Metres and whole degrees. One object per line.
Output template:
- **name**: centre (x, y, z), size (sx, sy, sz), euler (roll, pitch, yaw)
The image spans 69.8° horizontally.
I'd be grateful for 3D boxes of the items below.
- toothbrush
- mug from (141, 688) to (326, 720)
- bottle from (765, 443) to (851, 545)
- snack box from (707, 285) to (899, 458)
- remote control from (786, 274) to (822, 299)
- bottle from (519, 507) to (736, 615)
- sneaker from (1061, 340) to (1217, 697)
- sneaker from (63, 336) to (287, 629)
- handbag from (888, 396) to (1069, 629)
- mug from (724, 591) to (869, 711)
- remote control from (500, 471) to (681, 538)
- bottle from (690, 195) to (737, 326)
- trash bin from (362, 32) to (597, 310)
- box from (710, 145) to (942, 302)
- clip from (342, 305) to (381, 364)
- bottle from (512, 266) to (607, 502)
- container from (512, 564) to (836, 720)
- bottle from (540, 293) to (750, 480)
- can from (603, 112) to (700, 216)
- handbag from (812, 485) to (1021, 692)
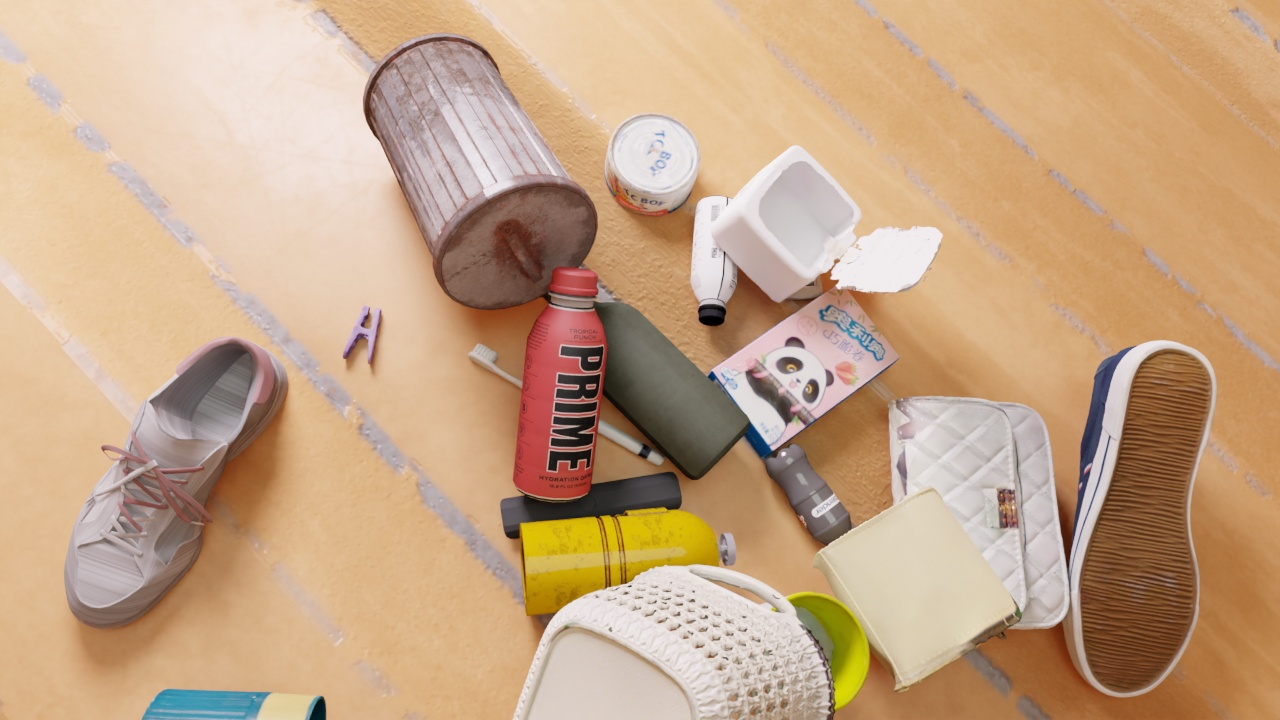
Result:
- **toothbrush**: centre (-0.061, 0.037, 0.770), size (0.187, 0.012, 0.017), euler (30, 66, 1)
- **mug**: centre (-0.278, 0.282, 0.622), size (0.107, 0.083, 0.113), euler (6, 99, -7)
- **bottle**: centre (0.147, 0.121, 0.763), size (0.036, 0.036, 0.110), euler (-32, 79, -18)
- **snack box**: centre (0.142, 0.007, 0.803), size (0.154, 0.033, 0.088), euler (-34, 81, -18)
- **remote control**: centre (0.141, -0.114, 0.852), size (0.038, 0.018, 0.125), euler (-3, 73, -11)
- **bottle**: centre (-0.008, 0.152, 0.710), size (0.163, 0.071, 0.071), euler (-3, 72, -11)
- **sneaker**: centre (0.411, 0.131, 0.786), size (0.120, 0.127, 0.294), euler (7, 90, -1)
- **sneaker**: centre (-0.345, 0.078, 0.667), size (0.099, 0.090, 0.235), euler (24, 69, -1)
- **handbag**: centre (0.279, 0.126, 0.765), size (0.139, 0.073, 0.194), euler (3, 71, -7)
- **mug**: centre (0.113, 0.220, 0.688), size (0.082, 0.106, 0.082), euler (3, 71, -9)
- **remote control**: centre (-0.040, 0.117, 0.745), size (0.146, 0.015, 0.033), euler (-8, 73, -12)
- **bottle**: centre (0.066, -0.087, 0.818), size (0.041, 0.041, 0.115), euler (7, 71, -7)
- **trash bin**: centre (-0.129, -0.147, 0.731), size (0.130, 0.131, 0.211), euler (-22, 59, -16)
- **box**: centre (0.160, -0.101, 0.790), size (0.189, 0.101, 0.111), euler (34, 63, 10)
- **clip**: centre (-0.228, -0.022, 0.762), size (0.033, 0.013, 0.051), euler (16, 67, -6)
- **bottle**: centre (-0.060, 0.017, 0.709), size (0.062, 0.062, 0.177), euler (6, 102, -8)
- **container**: centre (0.004, 0.261, 0.588), size (0.185, 0.143, 0.251), euler (18, 91, 37)
- **bottle**: centre (-0.004, 0.004, 0.759), size (0.207, 0.072, 0.071), euler (44, 70, 7)
- **can**: centre (0.011, -0.179, 0.838), size (0.086, 0.043, 0.086), euler (2, 73, -7)
- **handbag**: centre (0.206, 0.172, 0.685), size (0.111, 0.081, 0.119), euler (-31, 64, -1)
